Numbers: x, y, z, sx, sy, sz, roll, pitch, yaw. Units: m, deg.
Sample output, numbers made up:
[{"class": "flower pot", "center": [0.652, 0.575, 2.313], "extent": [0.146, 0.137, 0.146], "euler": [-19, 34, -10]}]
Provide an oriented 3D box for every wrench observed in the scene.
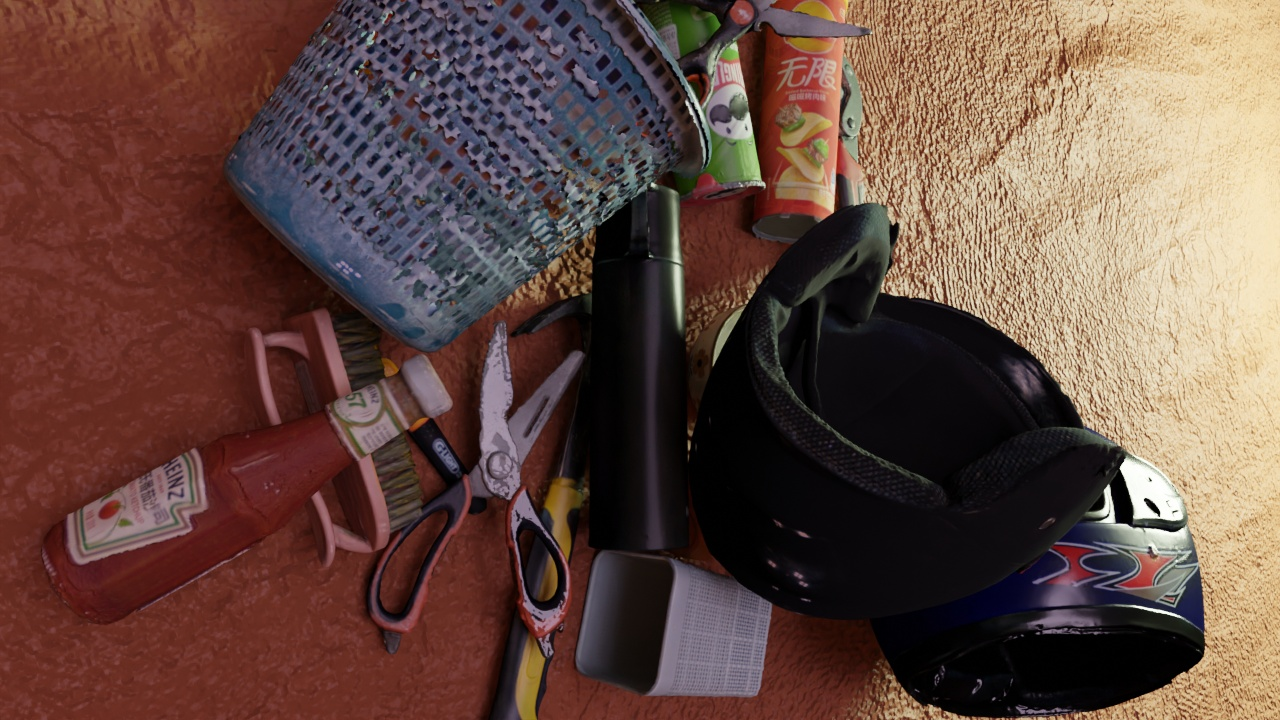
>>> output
[{"class": "wrench", "center": [0.195, -0.156, 0.863], "extent": [0.056, 0.016, 0.273], "euler": [-2, 86, -37]}]

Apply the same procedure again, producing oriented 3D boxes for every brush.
[{"class": "brush", "center": [-0.177, 0.043, 0.534], "extent": [0.072, 0.063, 0.145], "euler": [-19, 99, -37]}]

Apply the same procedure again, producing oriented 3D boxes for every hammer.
[{"class": "hammer", "center": [-0.058, 0.105, 0.636], "extent": [0.126, 0.032, 0.322], "euler": [22, 73, -33]}]

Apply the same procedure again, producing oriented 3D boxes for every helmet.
[{"class": "helmet", "center": [0.314, 0.158, 0.781], "extent": [0.315, 0.248, 0.240], "euler": [20, 44, -34]}, {"class": "helmet", "center": [0.162, 0.048, 0.609], "extent": [0.274, 0.231, 0.233], "euler": [-1, 48, -40]}]

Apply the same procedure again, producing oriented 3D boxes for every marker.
[{"class": "marker", "center": [-0.136, 0.051, 0.593], "extent": [0.018, 0.015, 0.124], "euler": [-40, 111, -27]}]

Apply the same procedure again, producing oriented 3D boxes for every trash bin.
[{"class": "trash bin", "center": [-0.107, -0.121, 0.511], "extent": [0.195, 0.226, 0.226], "euler": [-47, 115, -4]}]

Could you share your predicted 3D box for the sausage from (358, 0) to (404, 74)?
[{"class": "sausage", "center": [-0.143, -0.243, 0.614], "extent": [0.021, 0.021, 0.164], "euler": [46, 60, -24]}]

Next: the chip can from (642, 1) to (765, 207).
[{"class": "chip can", "center": [0.042, -0.244, 0.722], "extent": [0.072, 0.072, 0.236], "euler": [-12, 92, -37]}]

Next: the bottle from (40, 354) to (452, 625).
[{"class": "bottle", "center": [-0.195, 0.060, 0.475], "extent": [0.206, 0.060, 0.060], "euler": [-30, 104, -11]}]

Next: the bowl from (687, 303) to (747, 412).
[{"class": "bowl", "center": [0.079, 0.013, 0.729], "extent": [0.113, 0.062, 0.113], "euler": [3, 84, -36]}]

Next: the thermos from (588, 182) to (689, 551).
[{"class": "thermos", "center": [-0.004, 0.004, 0.615], "extent": [0.068, 0.090, 0.242], "euler": [-1, 85, 4]}]

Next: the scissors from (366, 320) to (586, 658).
[{"class": "scissors", "center": [-0.095, 0.090, 0.589], "extent": [0.188, 0.015, 0.226], "euler": [-22, 89, -18]}]

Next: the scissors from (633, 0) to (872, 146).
[{"class": "scissors", "center": [0.051, -0.253, 0.676], "extent": [0.229, 0.022, 0.221], "euler": [31, 87, -5]}]

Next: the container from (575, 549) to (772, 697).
[{"class": "container", "center": [0.029, 0.191, 0.657], "extent": [0.111, 0.090, 0.090], "euler": [21, 73, -36]}]

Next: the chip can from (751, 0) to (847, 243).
[{"class": "chip can", "center": [0.138, -0.213, 0.792], "extent": [0.073, 0.073, 0.216], "euler": [11, 79, -36]}]

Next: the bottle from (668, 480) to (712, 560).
[{"class": "bottle", "center": [0.076, 0.105, 0.722], "extent": [0.149, 0.067, 0.067], "euler": [-17, 95, -44]}]

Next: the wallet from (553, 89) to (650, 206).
[{"class": "wallet", "center": [-0.054, -0.185, 0.671], "extent": [0.124, 0.032, 0.101], "euler": [51, 56, -22]}]
